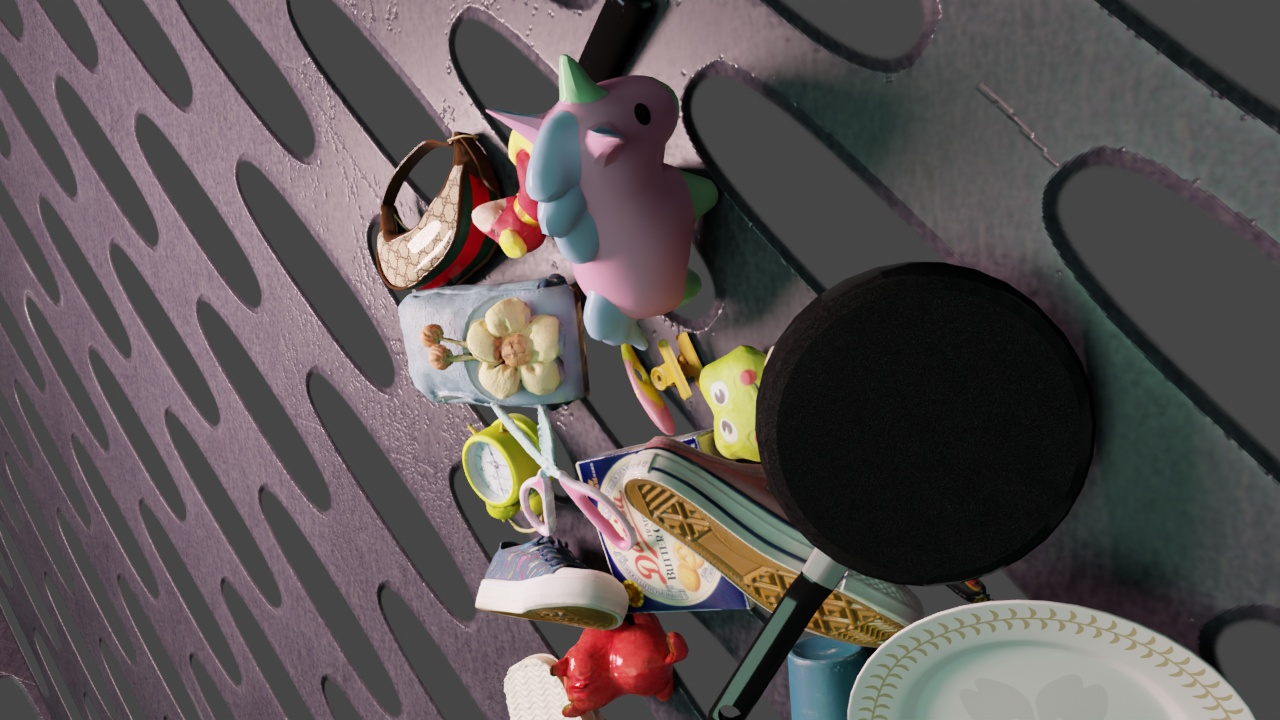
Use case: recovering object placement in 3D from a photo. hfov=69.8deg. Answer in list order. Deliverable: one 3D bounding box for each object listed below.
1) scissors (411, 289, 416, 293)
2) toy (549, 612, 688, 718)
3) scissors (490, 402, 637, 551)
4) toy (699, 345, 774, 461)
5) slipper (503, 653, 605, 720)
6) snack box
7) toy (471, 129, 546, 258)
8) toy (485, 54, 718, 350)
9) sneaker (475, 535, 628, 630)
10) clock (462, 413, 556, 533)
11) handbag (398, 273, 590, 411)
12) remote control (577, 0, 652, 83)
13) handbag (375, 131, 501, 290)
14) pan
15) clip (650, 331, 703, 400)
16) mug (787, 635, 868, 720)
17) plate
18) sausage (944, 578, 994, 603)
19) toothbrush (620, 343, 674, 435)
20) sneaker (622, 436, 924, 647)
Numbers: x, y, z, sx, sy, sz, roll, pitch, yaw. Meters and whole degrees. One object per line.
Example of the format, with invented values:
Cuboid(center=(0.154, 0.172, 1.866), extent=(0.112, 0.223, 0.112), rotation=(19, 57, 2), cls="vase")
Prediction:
Cuboid(center=(-0.176, -0.018, 0.923), extent=(0.175, 0.014, 0.142), rotation=(30, 113, 27), cls="scissors")
Cuboid(center=(-0.014, 0.275, 0.814), extent=(0.133, 0.093, 0.088), rotation=(-24, 86, 40), cls="toy")
Cuboid(center=(-0.078, 0.107, 0.793), extent=(0.170, 0.014, 0.169), rotation=(46, 143, -1), cls="scissors")
Cuboid(center=(0.099, 0.030, 0.686), extent=(0.118, 0.043, 0.092), rotation=(-13, 93, 40), cls="toy")
Cuboid(center=(-0.055, 0.423, 0.914), extent=(0.115, 0.053, 0.272), rotation=(-36, 74, 37), cls="slipper")
Cuboid(center=(0.027, 0.139, 0.776), extent=(0.145, 0.042, 0.144), rotation=(-17, 91, 41), cls="snack box")
Cuboid(center=(-0.079, -0.142, 0.780), extent=(0.105, 0.067, 0.138), rotation=(42, 126, 0), cls="toy")
Cuboid(center=(-0.020, -0.102, 0.665), extent=(0.120, 0.170, 0.222), rotation=(22, 115, 34), cls="toy")
Cuboid(center=(-0.080, 0.200, 0.847), extent=(0.236, 0.087, 0.079), rotation=(-22, 52, 57), cls="sneaker")
Cuboid(center=(-0.122, 0.110, 0.887), extent=(0.083, 0.056, 0.119), rotation=(-14, 99, 41), cls="clock")
Cuboid(center=(-0.139, -0.014, 0.824), extent=(0.192, 0.118, 0.122), rotation=(2, 102, 28), cls="handbag")
Cuboid(center=(-0.039, -0.234, 0.746), extent=(0.041, 0.020, 0.152), rotation=(49, 131, 18), cls="remote control")
Cuboid(center=(-0.198, -0.145, 0.882), extent=(0.167, 0.063, 0.138), rotation=(-30, 72, 40), cls="handbag")
Cuboid(center=(0.137, 0.106, 0.584), extent=(0.204, 0.044, 0.356), rotation=(30, 102, 4), cls="pan")
Cuboid(center=(0.027, 0.009, 0.752), extent=(0.048, 0.045, 0.054), rotation=(-26, 85, 16), cls="clip")
Cuboid(center=(0.149, 0.275, 0.693), extent=(0.078, 0.078, 0.121), rotation=(-8, 91, 41), cls="mug")
Cuboid(center=(0.256, 0.247, 0.585), extent=(0.243, 0.016, 0.243), rotation=(9, 118, 17), cls="plate")
Cuboid(center=(0.184, 0.121, 0.654), extent=(0.155, 0.020, 0.020), rotation=(40, 124, 25), cls="sausage")
Cuboid(center=(-0.005, 0.005, 0.782), extent=(0.016, 0.021, 0.135), rotation=(-38, 73, 43), cls="toothbrush")
Cuboid(center=(0.104, 0.121, 0.672), extent=(0.241, 0.087, 0.119), rotation=(33, 144, -1), cls="sneaker")
